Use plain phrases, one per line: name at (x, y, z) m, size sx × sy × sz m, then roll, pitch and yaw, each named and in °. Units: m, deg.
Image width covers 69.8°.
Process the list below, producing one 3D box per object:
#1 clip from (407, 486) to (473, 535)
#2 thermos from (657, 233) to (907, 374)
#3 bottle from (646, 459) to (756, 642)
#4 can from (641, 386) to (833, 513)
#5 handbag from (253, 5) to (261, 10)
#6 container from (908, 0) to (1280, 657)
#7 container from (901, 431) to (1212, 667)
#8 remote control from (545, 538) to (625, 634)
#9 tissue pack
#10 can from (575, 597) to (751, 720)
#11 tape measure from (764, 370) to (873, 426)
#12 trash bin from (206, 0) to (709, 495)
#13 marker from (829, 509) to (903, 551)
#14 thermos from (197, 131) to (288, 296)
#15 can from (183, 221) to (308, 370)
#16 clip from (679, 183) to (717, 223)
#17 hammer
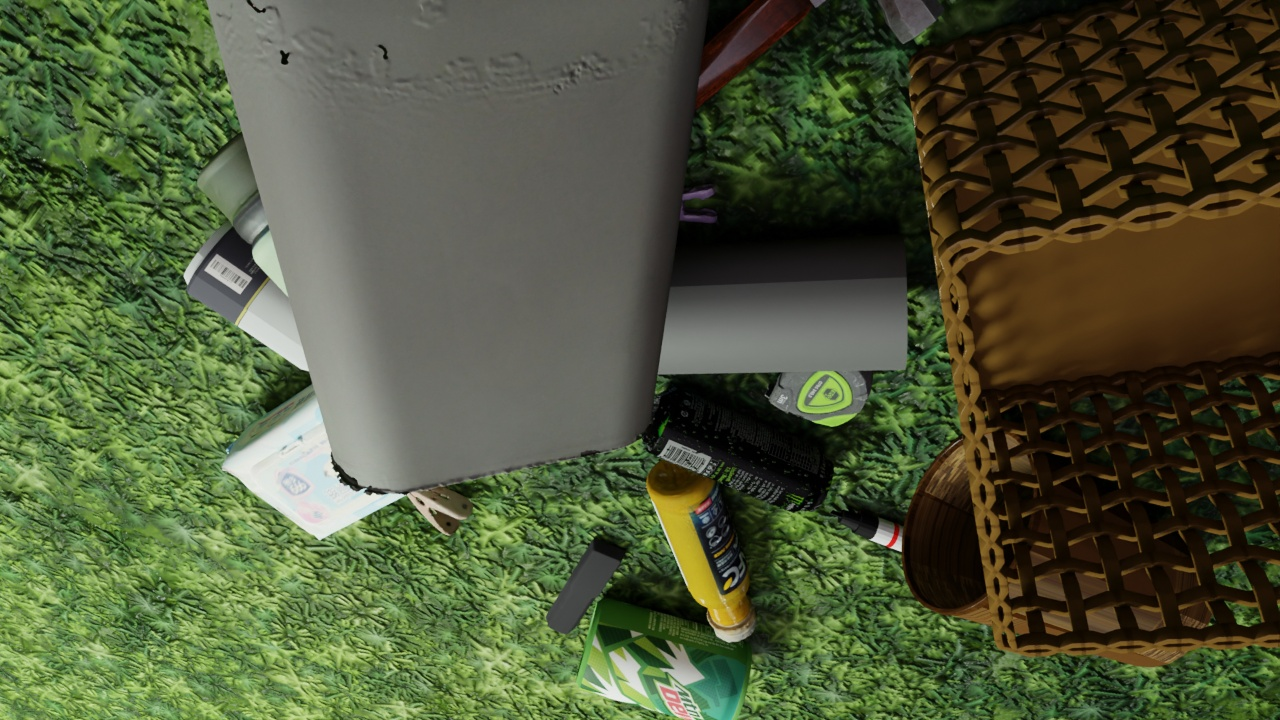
clip at (-0.171, 0.122, 0.788) m, size 0.039 × 0.024 × 0.060 m, roll -32°, pitch 112°, yaw 31°
thermos at (0.042, -0.033, 0.581) m, size 0.241 × 0.082 × 0.082 m, roll -1°, pitch 127°, yaw 14°
bottle at (0.056, 0.158, 0.746) m, size 0.053 × 0.053 × 0.186 m, roll -8°, pitch 126°, yaw 18°
can at (0.070, 0.066, 0.670) m, size 0.137 × 0.053 × 0.054 m, roll 23°, pitch 129°, yaw -6°
handbag at (-0.169, -0.168, 0.541) m, size 0.144 × 0.067 × 0.170 m, roll 29°, pitch 135°, yaw -10°
container at (0.266, -0.025, 0.451) m, size 0.220 × 0.213 × 0.252 m, roll -9°, pitch 125°, yaw 19°
container at (0.292, 0.138, 0.637) m, size 0.167 × 0.132 × 0.132 m, roll 23°, pitch 129°, yaw -14°
remote control at (-0.053, 0.210, 0.836) m, size 0.032 × 0.015 × 0.137 m, roll 24°, pitch 129°, yaw -7°
tissue pack at (-0.235, 0.070, 0.732) m, size 0.182 × 0.069 × 0.112 m, roll -28°, pitch 117°, yaw 29°
can at (0.021, 0.271, 0.824) m, size 0.144 × 0.082 × 0.083 m, roll 15°, pitch 129°, yaw 0°
tape measure at (0.128, 0.012, 0.629) m, size 0.058 × 0.035 × 0.066 m, roll 30°, pitch 132°, yaw 0°
trash bin at (-0.080, -0.080, 0.416) m, size 0.197 × 0.197 × 0.220 m, roll -10°, pitch 119°, yaw -19°
marker at (0.216, 0.144, 0.721) m, size 0.145 × 0.019 × 0.019 m, roll 21°, pitch 129°, yaw -4°
thermos at (-0.160, -0.041, 0.555) m, size 0.083 × 0.082 × 0.231 m, roll -33°, pitch 103°, yaw 32°
can at (-0.251, -0.040, 0.652) m, size 0.127 × 0.064 × 0.064 m, roll 37°, pitch 126°, yaw -17°
clip at (0.026, -0.094, 0.581) m, size 0.052 × 0.014 × 0.041 m, roll -20°, pitch 123°, yaw 22°
hammer at (0.006, -0.134, 0.510) m, size 0.301 × 0.028 × 0.111 m, roll -37°, pitch 107°, yaw 22°
